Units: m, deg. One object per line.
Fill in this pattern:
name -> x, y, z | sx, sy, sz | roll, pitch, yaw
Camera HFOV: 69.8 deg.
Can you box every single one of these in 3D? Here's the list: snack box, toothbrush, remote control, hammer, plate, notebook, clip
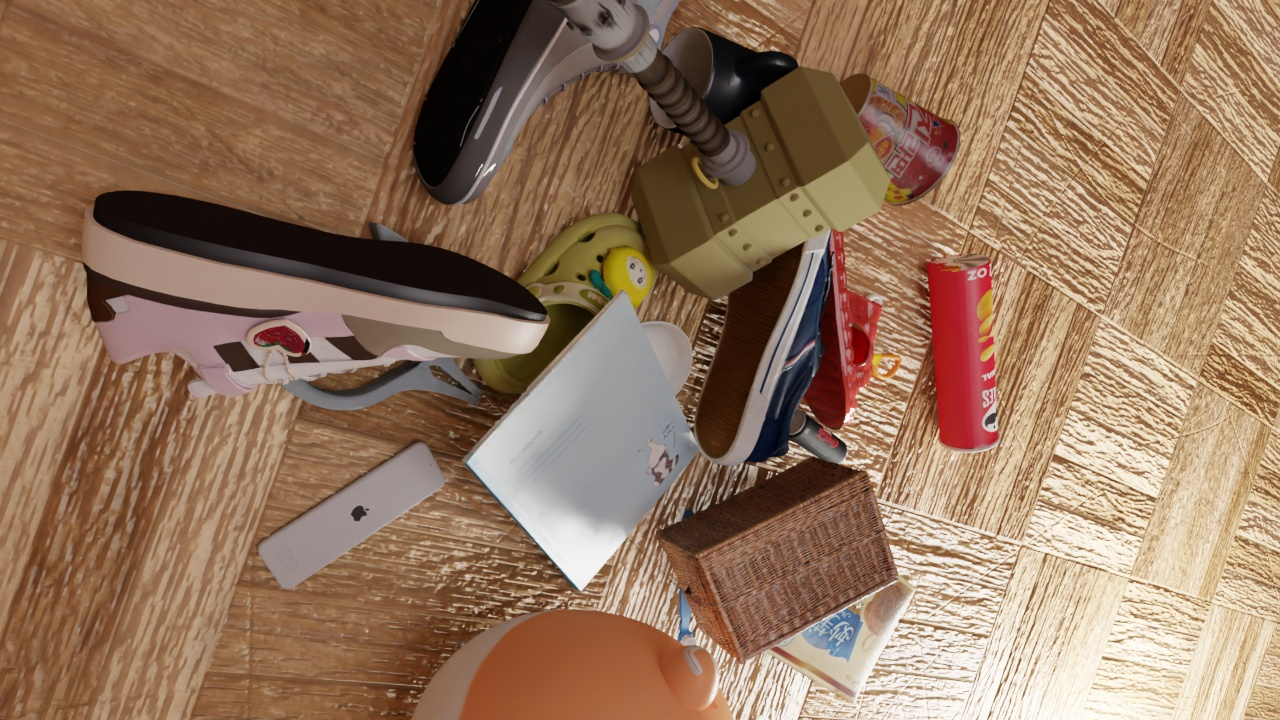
snack box -> 0.202, 0.269, 1.012 | 0.207, 0.055, 0.153 | 39, 78, -34
toothbrush -> 0.048, 0.231, 0.923 | 0.016, 0.014, 0.167 | -7, 104, -33
remote control -> -0.222, 0.119, 0.714 | 0.146, 0.008, 0.045 | -34, 118, -24
hammer -> 0.036, -0.177, 0.655 | 0.191, 0.100, 0.324 | -28, 150, 20
plate -> -0.005, 0.005, 0.815 | 0.104, 0.026, 0.104 | -15, 129, -20
notebook -> -0.035, 0.080, 0.777 | 0.180, 0.009, 0.253 | -48, 145, -16
clip -> -0.208, -0.002, 0.685 | 0.164, 0.031, 0.169 | -33, 116, -22

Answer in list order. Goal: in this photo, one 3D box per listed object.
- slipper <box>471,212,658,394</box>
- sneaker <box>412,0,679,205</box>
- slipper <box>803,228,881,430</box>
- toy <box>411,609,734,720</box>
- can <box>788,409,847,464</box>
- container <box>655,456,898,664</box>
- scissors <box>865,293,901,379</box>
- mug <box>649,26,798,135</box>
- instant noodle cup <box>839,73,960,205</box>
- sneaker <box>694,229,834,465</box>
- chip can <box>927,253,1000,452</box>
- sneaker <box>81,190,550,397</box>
slipper -> -0.053, -0.046, 0.748 | 0.190, 0.082, 0.091 | -43, 119, -16
sneaker -> -0.061, -0.217, 0.705 | 0.160, 0.093, 0.256 | 24, 88, -44
slipper -> 0.194, -0.051, 0.903 | 0.059, 0.103, 0.249 | -13, 106, -17
toy -> -0.040, 0.325, 0.718 | 0.265, 0.282, 0.262 | 11, 60, -49
can -> 0.184, 0.082, 0.970 | 0.080, 0.031, 0.031 | 35, 80, -35
container -> 0.130, 0.183, 0.869 | 0.198, 0.114, 0.113 | -22, 96, -15
scissors -> 0.245, -0.014, 1.002 | 0.125, 0.011, 0.131 | 3, 97, -36
mug -> 0.081, -0.230, 0.771 | 0.094, 0.122, 0.085 | 8, 79, -36
instant noodle cup -> 0.238, -0.222, 0.902 | 0.112, 0.100, 0.100 | 27, 85, -28
sneaker -> 0.142, -0.042, 0.856 | 0.127, 0.121, 0.295 | 6, 103, -31
chip can -> 0.372, -0.008, 1.054 | 0.069, 0.069, 0.221 | -21, 112, -29
sneaker -> -0.209, -0.019, 0.613 | 0.293, 0.111, 0.116 | 9, 111, -24
